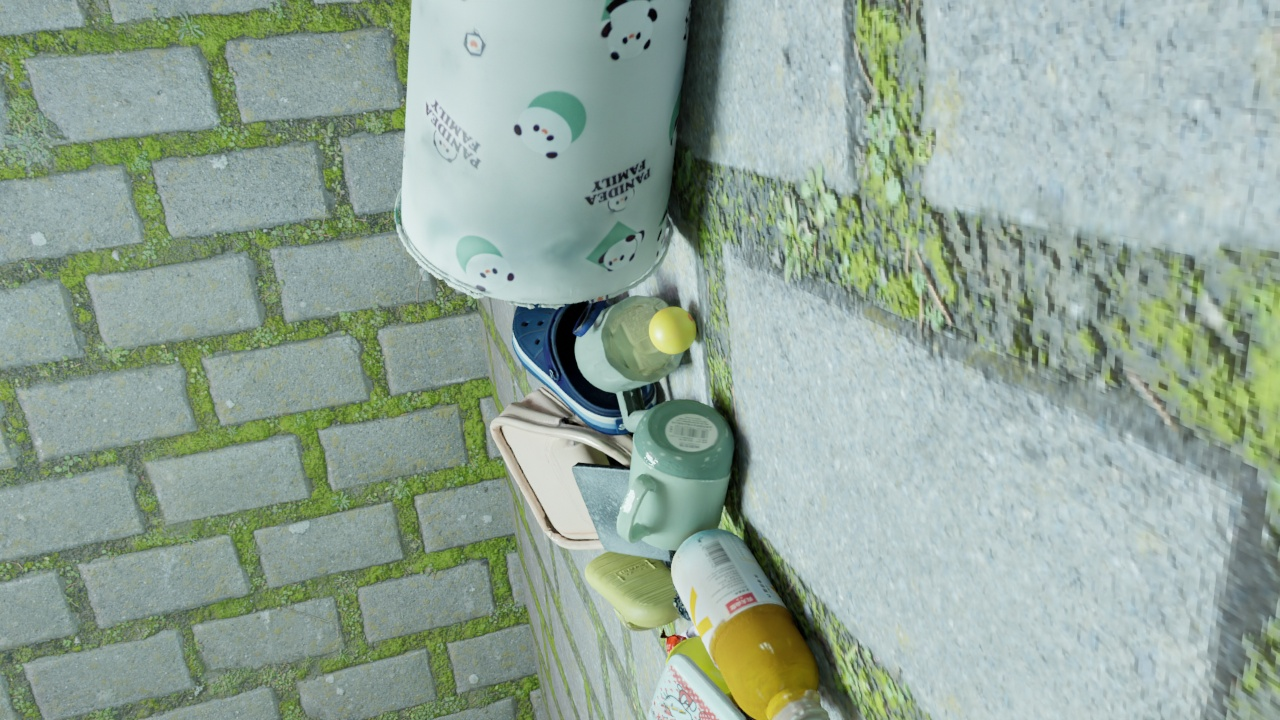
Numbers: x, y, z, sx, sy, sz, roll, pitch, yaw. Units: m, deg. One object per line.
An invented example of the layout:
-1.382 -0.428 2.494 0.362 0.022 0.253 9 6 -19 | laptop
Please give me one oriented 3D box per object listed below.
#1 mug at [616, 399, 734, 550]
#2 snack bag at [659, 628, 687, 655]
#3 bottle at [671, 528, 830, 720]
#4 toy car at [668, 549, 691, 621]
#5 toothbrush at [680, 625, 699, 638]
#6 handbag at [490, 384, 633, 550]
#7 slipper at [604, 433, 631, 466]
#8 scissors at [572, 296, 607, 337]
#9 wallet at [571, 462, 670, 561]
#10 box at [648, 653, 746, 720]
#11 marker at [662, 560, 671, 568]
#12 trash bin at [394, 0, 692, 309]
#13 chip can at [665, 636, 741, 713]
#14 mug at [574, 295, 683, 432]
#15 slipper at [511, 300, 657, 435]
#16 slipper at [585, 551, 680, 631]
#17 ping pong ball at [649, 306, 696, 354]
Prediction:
0.023 0.098 0.747 0.082 0.111 0.107 34 140 27 | mug
0.055 0.317 0.931 0.105 0.026 0.045 57 159 8 | snack bag
0.081 0.203 0.680 0.189 0.068 0.068 -124 26 -57 | bottle
0.045 0.198 0.890 0.049 0.031 0.105 118 145 -66 | toy car
0.062 0.268 0.910 0.021 0.029 0.189 -63 -3 -23 | toothbrush
-0.050 0.128 1.019 0.235 0.093 0.193 3 125 54 | handbag
-0.074 0.022 1.133 0.111 0.083 0.267 107 151 -65 | slipper
-0.025 -0.077 0.855 0.176 0.012 0.162 -38 18 53 | scissors
-0.013 0.157 0.951 0.097 0.019 0.121 0 123 35 | wallet
0.077 0.348 0.733 0.201 0.060 0.161 39 141 35 | box
0.014 0.203 1.039 0.020 0.022 0.132 -62 18 1 | marker
-0.069 -0.207 0.682 0.253 0.229 0.229 102 154 -44 | trash bin
0.061 0.360 0.875 0.072 0.072 0.214 -120 23 -53 | chip can
-0.005 0.005 0.848 0.103 0.083 0.124 160 96 -74 | mug
-0.069 -0.020 0.985 0.252 0.105 0.095 51 154 42 | slipper
-0.001 0.263 1.014 0.191 0.091 0.081 -162 60 -70 | slipper
0.027 -0.025 0.776 0.040 0.040 0.040 169 91 -76 | ping pong ball
